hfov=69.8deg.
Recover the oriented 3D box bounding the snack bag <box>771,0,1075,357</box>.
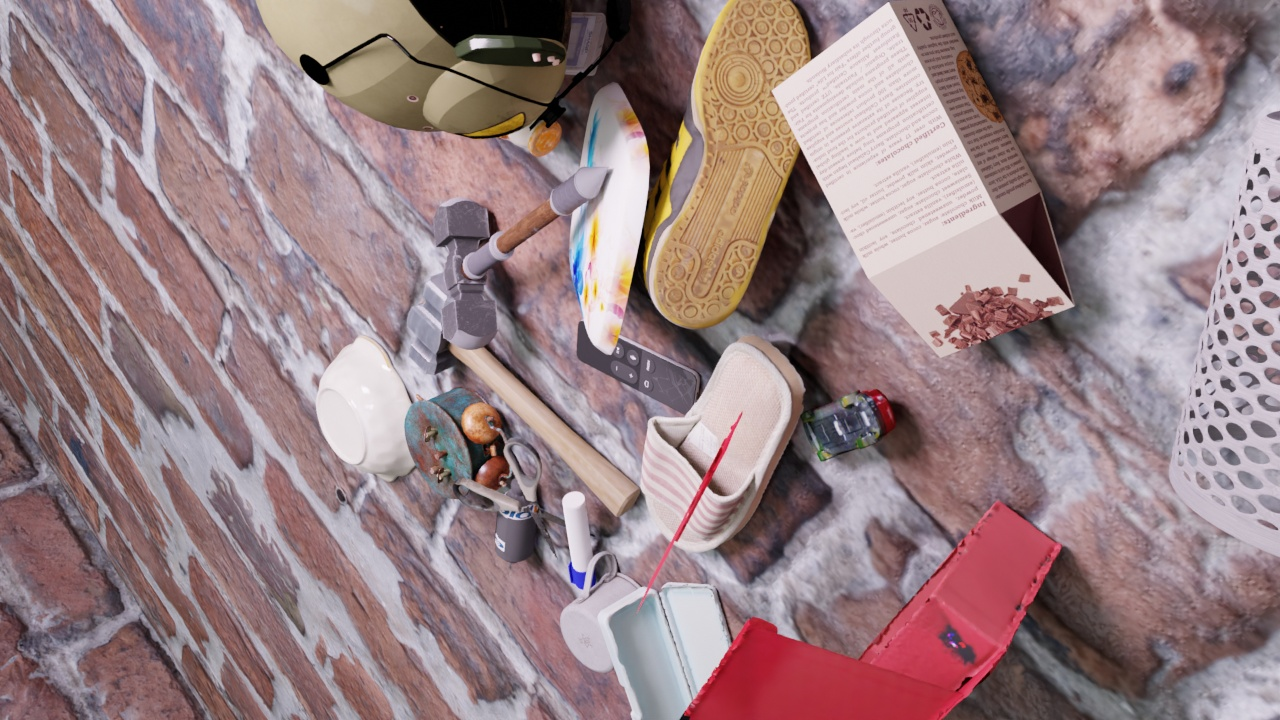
[{"bbox_3d":[0.182,-0.109,0.581,0.095,0.069,0.206,-28,89,47],"label":"snack bag"}]

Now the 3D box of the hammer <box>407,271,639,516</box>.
[{"bbox_3d":[-0.125,0.042,0.967,0.323,0.051,0.118,42,133,18],"label":"hammer"}]

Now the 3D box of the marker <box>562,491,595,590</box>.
[{"bbox_3d":[-0.066,0.192,0.972,0.027,0.023,0.133,10,131,16],"label":"marker"}]

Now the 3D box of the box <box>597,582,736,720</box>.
[{"bbox_3d":[0.042,0.324,0.919,0.122,0.077,0.197,-13,102,27],"label":"box"}]

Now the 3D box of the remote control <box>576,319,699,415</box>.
[{"bbox_3d":[-0.005,0.005,0.858,0.147,0.008,0.045,26,125,33],"label":"remote control"}]

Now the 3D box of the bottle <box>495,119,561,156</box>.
[{"bbox_3d":[-0.118,-0.226,0.819,0.109,0.063,0.063,44,133,19],"label":"bottle"}]

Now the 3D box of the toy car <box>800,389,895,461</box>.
[{"bbox_3d":[0.157,0.048,0.702,0.091,0.036,0.042,-35,76,58],"label":"toy car"}]

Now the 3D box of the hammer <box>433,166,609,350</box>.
[{"bbox_3d":[-0.107,-0.111,0.806,0.323,0.043,0.156,-19,75,57],"label":"hammer"}]

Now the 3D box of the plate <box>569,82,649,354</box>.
[{"bbox_3d":[-0.032,-0.117,0.743,0.186,0.016,0.187,-109,26,-52],"label":"plate"}]

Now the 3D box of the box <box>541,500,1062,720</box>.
[{"bbox_3d":[0.116,0.232,0.591,0.124,0.377,0.212,55,140,33],"label":"box"}]

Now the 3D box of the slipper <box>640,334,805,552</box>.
[{"bbox_3d":[0.057,0.083,0.792,0.115,0.052,0.264,48,140,21],"label":"slipper"}]

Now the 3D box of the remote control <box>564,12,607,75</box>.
[{"bbox_3d":[-0.094,-0.268,0.772,0.136,0.011,0.050,11,85,24],"label":"remote control"}]

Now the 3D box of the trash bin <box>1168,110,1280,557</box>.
[{"bbox_3d":[0.343,-0.016,0.413,0.157,0.156,0.183,15,116,39],"label":"trash bin"}]

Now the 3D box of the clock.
[{"bbox_3d":[-0.205,0.097,1.047,0.158,0.073,0.121,8,114,40],"label":"clock"}]

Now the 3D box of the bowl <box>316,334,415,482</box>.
[{"bbox_3d":[-0.369,0.075,1.204,0.188,0.060,0.220,27,125,32],"label":"bowl"}]

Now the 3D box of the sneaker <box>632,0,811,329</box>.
[{"bbox_3d":[0.053,-0.144,0.682,0.122,0.086,0.238,-148,75,-76],"label":"sneaker"}]

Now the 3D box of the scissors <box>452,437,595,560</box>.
[{"bbox_3d":[-0.130,0.150,0.985,0.158,0.012,0.170,2,122,20],"label":"scissors"}]

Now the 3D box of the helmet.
[{"bbox_3d":[-0.141,-0.280,0.660,0.233,0.254,0.250,-6,102,41],"label":"helmet"}]

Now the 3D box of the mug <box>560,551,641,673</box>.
[{"bbox_3d":[-0.039,0.264,0.968,0.084,0.070,0.113,-10,104,46],"label":"mug"}]

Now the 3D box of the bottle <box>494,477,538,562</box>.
[{"bbox_3d":[-0.140,0.180,1.044,0.047,0.046,0.113,32,128,30],"label":"bottle"}]
